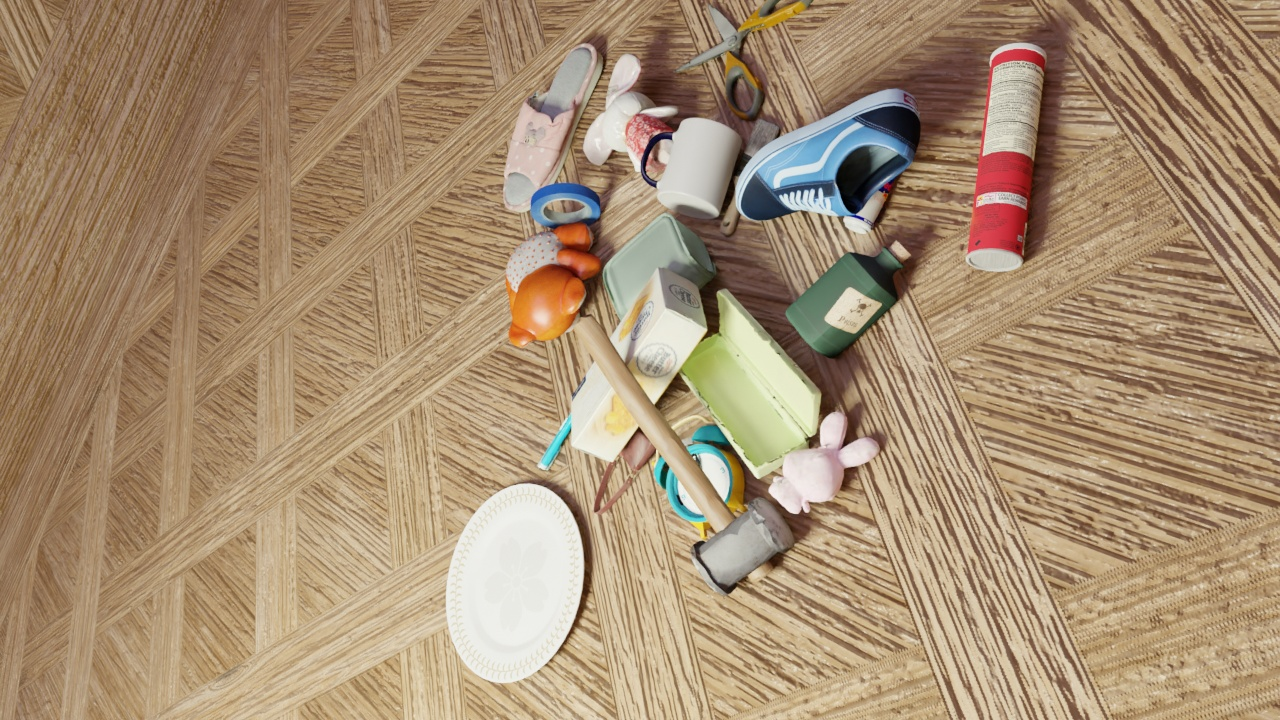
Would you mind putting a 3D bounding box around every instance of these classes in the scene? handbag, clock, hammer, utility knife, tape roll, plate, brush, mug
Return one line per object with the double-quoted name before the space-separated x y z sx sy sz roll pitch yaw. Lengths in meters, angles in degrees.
"handbag" -0.024 0.132 1.087 0.055 0.029 0.120 41 106 45
"clock" 0.064 0.123 1.001 0.099 0.043 0.129 -39 58 23
"hammer" 0.029 0.088 0.953 0.098 0.052 0.328 -42 76 21
"utility knife" -0.086 0.071 1.172 0.162 0.015 0.022 -59 17 3
"tape roll" -0.102 -0.208 1.246 0.093 0.091 0.016 -22 59 38
"plate" -0.157 0.275 1.146 0.243 0.016 0.242 -17 62 35
"brush" 0.128 -0.221 1.105 0.039 0.012 0.151 20 87 43
"handbag" 0.023 -0.101 1.109 0.122 0.067 0.106 -40 42 21
"mug" 0.056 -0.236 1.116 0.112 0.078 0.096 16 82 8

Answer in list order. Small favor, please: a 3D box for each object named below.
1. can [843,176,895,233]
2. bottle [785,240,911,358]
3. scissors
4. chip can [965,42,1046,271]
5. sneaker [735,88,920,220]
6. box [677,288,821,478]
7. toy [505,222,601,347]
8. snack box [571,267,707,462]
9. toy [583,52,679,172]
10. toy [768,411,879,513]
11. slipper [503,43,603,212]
"can" 0.247 -0.182 0.972 0.032 0.032 0.095 23 89 44
"bottle" 0.218 -0.069 0.930 0.131 0.061 0.061 -45 51 18
"scissors" 0.134 -0.399 1.172 0.226 0.016 0.229 -20 60 35
"chip can" 0.349 -0.193 0.875 0.052 0.051 0.214 0 73 41
"sneaker" 0.184 -0.187 0.963 0.242 0.083 0.098 -24 47 48
"box" 0.118 0.023 0.980 0.188 0.066 0.128 52 123 41
"toy" -0.122 -0.095 1.227 0.164 0.093 0.172 -36 40 22
"snack box" -0.006 0.006 1.047 0.208 0.057 0.104 -56 20 25
"toy" -0.003 -0.307 1.211 0.194 0.084 0.159 42 120 39
"toy" 0.179 0.105 0.905 0.110 0.047 0.063 -45 56 6
"slipper" -0.141 -0.351 1.365 0.114 0.054 0.274 23 88 44
